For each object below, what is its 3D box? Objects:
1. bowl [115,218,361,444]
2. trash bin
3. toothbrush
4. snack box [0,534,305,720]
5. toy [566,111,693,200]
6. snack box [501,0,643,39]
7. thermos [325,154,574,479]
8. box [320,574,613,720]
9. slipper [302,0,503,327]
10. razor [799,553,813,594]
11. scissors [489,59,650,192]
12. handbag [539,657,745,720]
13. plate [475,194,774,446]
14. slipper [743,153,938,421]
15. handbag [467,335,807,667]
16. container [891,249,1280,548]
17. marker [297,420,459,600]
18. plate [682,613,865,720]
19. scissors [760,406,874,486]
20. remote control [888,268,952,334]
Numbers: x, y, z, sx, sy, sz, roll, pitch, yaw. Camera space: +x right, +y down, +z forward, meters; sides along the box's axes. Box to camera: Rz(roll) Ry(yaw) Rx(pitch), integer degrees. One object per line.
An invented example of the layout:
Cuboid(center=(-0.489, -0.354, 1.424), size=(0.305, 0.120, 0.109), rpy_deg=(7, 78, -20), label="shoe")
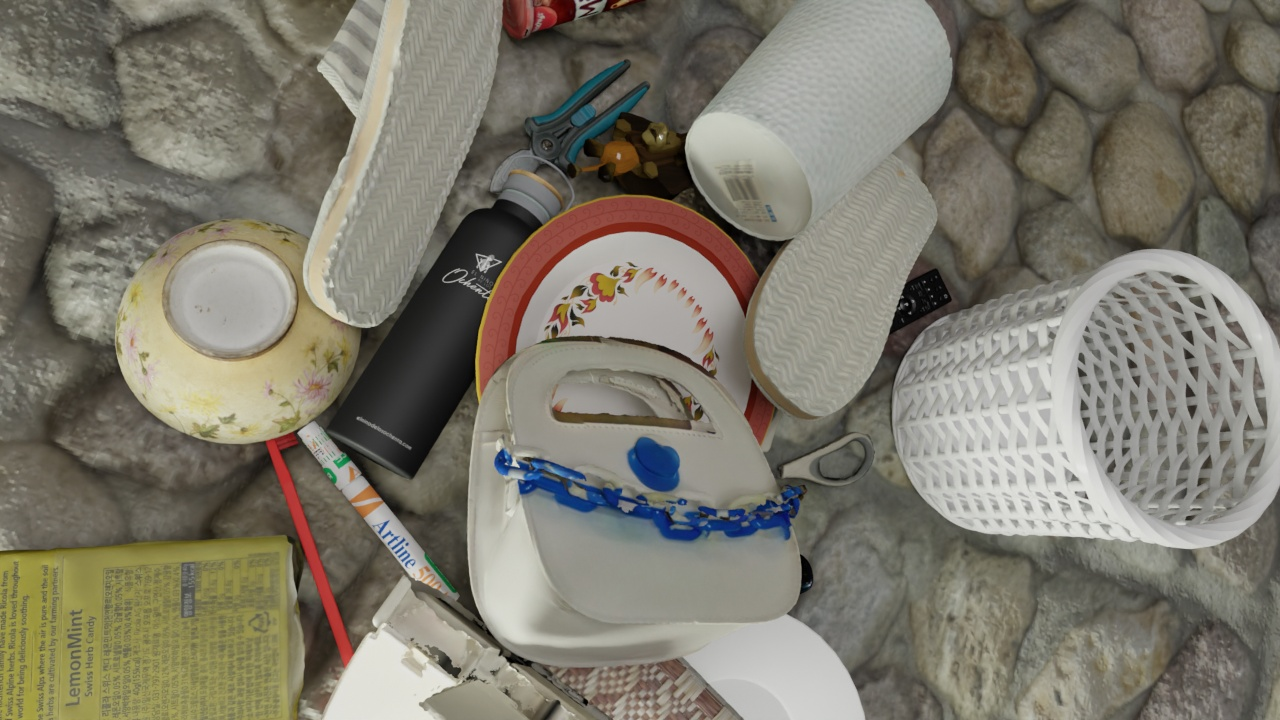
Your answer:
Cuboid(center=(-0.240, -0.027, 0.548), size=(0.145, 0.063, 0.145), rpy_deg=(5, 74, -17), label="bowl")
Cuboid(center=(0.121, -0.175, 0.649), size=(0.133, 0.133, 0.161), rpy_deg=(46, 65, -7), label="trash bin")
Cuboid(center=(-0.198, 0.123, 0.573), size=(0.017, 0.012, 0.212), rpy_deg=(-20, 88, -20), label="toothbrush")
Cuboid(center=(-0.287, 0.164, 0.522), size=(0.180, 0.045, 0.121), rpy_deg=(-1, 80, -21), label="snack box")
Cuboid(center=(-0.006, -0.143, 0.647), size=(0.099, 0.063, 0.076), rpy_deg=(-16, 68, -38), label="toy")
Cuboid(center=(-0.043, -0.280, 0.653), size=(0.121, 0.072, 0.072), rpy_deg=(-23, 89, -21), label="snack box")
Cuboid(center=(-0.114, -0.038, 0.598), size=(0.061, 0.061, 0.231), rpy_deg=(32, 73, -11), label="thermos")
Cuboid(center=(-0.101, 0.189, 0.470), size=(0.143, 0.184, 0.098), rpy_deg=(31, 75, 16), label="box")
Cuboid(center=(-0.152, -0.153, 0.578), size=(0.054, 0.114, 0.272), rpy_deg=(9, 79, 26), label="slipper")
Cuboid(center=(0.054, 0.140, 0.623), size=(0.140, 0.053, 0.064), rpy_deg=(1, 121, -22), label="razor")
Cuboid(center=(-0.046, -0.163, 0.662), size=(0.139, 0.019, 0.136), rpy_deg=(10, 78, -17), label="scissors")
Cuboid(center=(-0.024, 0.225, 0.580), size=(0.186, 0.047, 0.124), rpy_deg=(43, 72, 13), label="handbag")
Cuboid(center=(-0.003, 0.003, 0.627), size=(0.229, 0.021, 0.230), rpy_deg=(-1, 92, -27), label="plate")
Cuboid(center=(0.149, -0.058, 0.682), size=(0.115, 0.052, 0.262), rpy_deg=(43, 55, -10), label="slipper")
Cuboid(center=(-0.001, 0.067, 0.537), size=(0.200, 0.093, 0.199), rpy_deg=(7, 57, -35), label="handbag")
Cuboid(center=(0.311, 0.035, 0.660), size=(0.189, 0.187, 0.189), rpy_deg=(3, 81, -18), label="container")
Cuboid(center=(-0.167, 0.099, 0.584), size=(0.017, 0.017, 0.145), rpy_deg=(-39, 95, -19), label="marker")
Cuboid(center=(0.063, 0.274, 0.634), size=(0.208, 0.015, 0.208), rpy_deg=(3, 81, -18), label="plate")
Cuboid(center=(0.101, 0.070, 0.679), size=(0.170, 0.013, 0.157), rpy_deg=(-2, 82, -17), label="scissors")
Cuboid(center=(0.188, -0.033, 0.724), size=(0.139, 0.009, 0.030), rpy_deg=(-26, 90, -20), label="remote control")
